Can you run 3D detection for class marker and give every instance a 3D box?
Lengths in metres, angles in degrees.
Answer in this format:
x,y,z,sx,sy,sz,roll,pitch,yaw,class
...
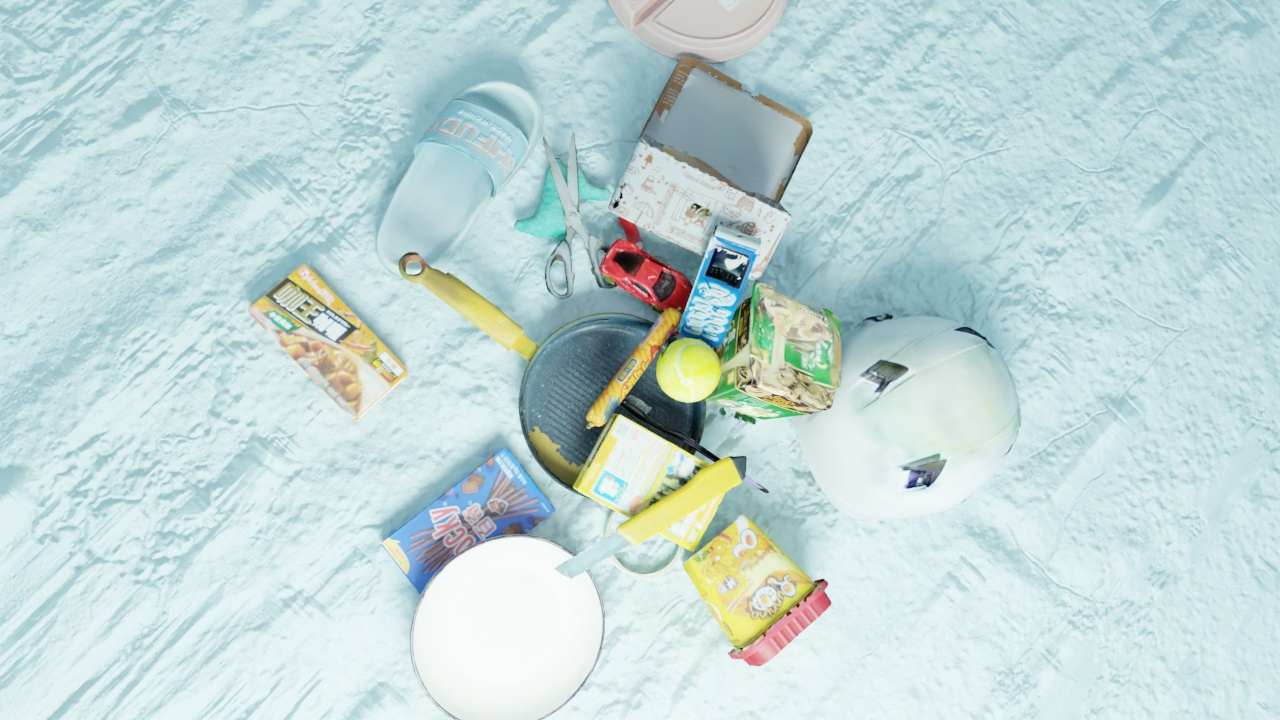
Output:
x,y,z,sx,sy,sz,roll,pitch,yaw,class
0.009,-0.094,1.010,0.017,0.017,0.145,-21,86,-13,marker

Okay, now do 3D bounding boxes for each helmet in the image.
x,y,z,sx,sy,sz,roll,pitch,yaw,class
0.301,0.053,0.978,0.258,0.146,0.229,-19,86,-13,helmet

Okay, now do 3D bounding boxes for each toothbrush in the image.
x,y,z,sx,sy,sz,roll,pitch,yaw,class
0.059,0.088,0.953,0.189,0.014,0.016,33,66,-12,toothbrush

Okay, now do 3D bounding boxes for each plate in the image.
x,y,z,sx,sy,sz,roll,pitch,yaw,class
0.067,-0.459,1.068,0.229,0.028,0.229,2,81,-11,plate
-0.131,0.264,0.907,0.192,0.039,0.192,-1,92,-19,plate

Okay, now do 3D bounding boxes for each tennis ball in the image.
x,y,z,sx,sy,sz,roll,pitch,yaw,class
0.049,0.010,0.931,0.065,0.065,0.065,2,82,-11,tennis ball

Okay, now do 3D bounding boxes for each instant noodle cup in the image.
x,y,z,sx,sy,sz,roll,pitch,yaw,class
0.112,0.232,0.940,0.116,0.116,0.123,-37,79,-13,instant noodle cup

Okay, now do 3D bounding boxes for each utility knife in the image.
x,y,z,sx,sy,sz,roll,pitch,yaw,class
0.014,0.152,0.902,0.223,0.015,0.033,-28,98,-17,utility knife

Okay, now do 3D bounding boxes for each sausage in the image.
x,y,z,sx,sy,sz,roll,pitch,yaw,class
-0.006,0.005,0.936,0.021,0.021,0.164,38,71,-4,sausage

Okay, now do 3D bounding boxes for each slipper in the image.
x,y,z,sx,sy,sz,roll,pitch,yaw,class
-0.194,-0.196,0.957,0.104,0.074,0.245,31,79,-4,slipper

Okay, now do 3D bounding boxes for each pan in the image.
x,y,z,sx,sy,sz,roll,pitch,yaw,class
-0.093,0.003,0.945,0.357,0.078,0.197,34,77,-5,pan

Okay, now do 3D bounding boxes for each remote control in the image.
x,y,z,sx,sy,sz,roll,pitch,yaw,class
0.077,-0.073,0.919,0.049,0.125,0.024,19,35,-1,remote control

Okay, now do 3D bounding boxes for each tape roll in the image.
x,y,z,sx,sy,sz,roll,pitch,yaw,class
0.004,0.187,0.970,0.085,0.014,0.085,2,82,-11,tape roll

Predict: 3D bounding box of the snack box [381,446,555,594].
x,y,z,sx,sy,sz,roll,pitch,yaw,class
-0.174,0.168,0.932,0.157,0.026,0.084,-38,91,-13,snack box

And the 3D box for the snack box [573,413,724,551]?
x,y,z,sx,sy,sz,roll,pitch,yaw,class
0.013,0.123,0.928,0.140,0.034,0.087,29,82,-11,snack box

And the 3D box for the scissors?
x,y,z,sx,sy,sz,roll,pitch,yaw,class
-0.074,-0.147,0.977,0.164,0.014,0.164,38,80,-22,scissors

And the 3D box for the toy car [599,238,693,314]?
x,y,z,sx,sy,sz,roll,pitch,yaw,class
0.009,-0.088,0.985,0.106,0.031,0.049,33,80,-6,toy car

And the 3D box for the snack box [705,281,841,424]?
x,y,z,sx,sy,sz,roll,pitch,yaw,class
0.130,0.001,0.959,0.118,0.106,0.117,21,62,-27,snack box

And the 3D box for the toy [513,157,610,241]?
x,y,z,sx,sy,sz,roll,pitch,yaw,class
-0.083,-0.173,0.997,0.096,0.030,0.092,12,83,-12,toy

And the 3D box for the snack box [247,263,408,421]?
x,y,z,sx,sy,sz,roll,pitch,yaw,class
-0.315,-0.018,0.932,0.075,0.026,0.153,-44,92,-14,snack box

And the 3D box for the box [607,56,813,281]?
x,y,z,sx,sy,sz,roll,pitch,yaw,class
0.077,-0.203,1.001,0.179,0.136,0.268,26,47,-6,box
